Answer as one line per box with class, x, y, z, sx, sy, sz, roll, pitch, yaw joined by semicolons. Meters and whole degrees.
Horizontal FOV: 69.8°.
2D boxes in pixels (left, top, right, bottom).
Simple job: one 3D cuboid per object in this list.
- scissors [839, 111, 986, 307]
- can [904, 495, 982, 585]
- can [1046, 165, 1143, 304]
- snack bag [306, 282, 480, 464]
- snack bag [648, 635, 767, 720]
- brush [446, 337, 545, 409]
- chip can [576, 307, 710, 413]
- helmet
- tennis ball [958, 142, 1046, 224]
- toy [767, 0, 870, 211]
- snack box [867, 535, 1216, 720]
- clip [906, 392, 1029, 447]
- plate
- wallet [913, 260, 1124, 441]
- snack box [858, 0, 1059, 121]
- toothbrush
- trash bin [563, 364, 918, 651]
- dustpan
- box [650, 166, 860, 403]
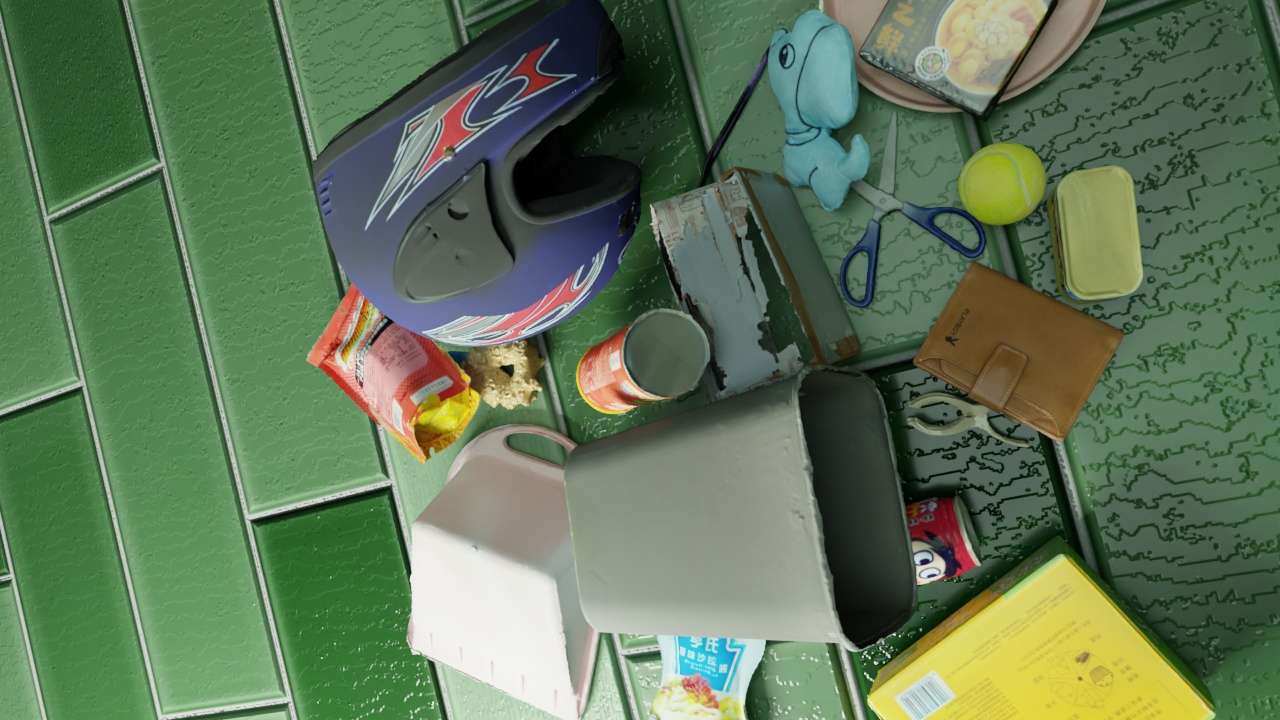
scissors;0.218;-0.126;0.796;0.162;0.012;0.175;17;98;23
can;0.233;0.155;0.777;0.094;0.066;0.066;-21;85;22
can;0.349;-0.095;0.706;0.057;0.083;0.102;-7;90;22
snack bag;-0.259;0.004;0.942;0.208;0.073;0.129;39;110;28
snack bag;0.063;0.299;0.873;0.110;0.038;0.191;7;95;30
brush;-0.211;-0.002;0.968;0.255;0.045;0.083;8;100;25
chip can;-0.005;0.005;0.786;0.073;0.217;0.073;1;83;-12
helmet;-0.117;-0.147;0.812;0.316;0.246;0.240;-29;110;18
tennis ball;0.290;-0.142;0.737;0.065;0.065;0.065;1;94;22
toy;0.150;-0.221;0.781;0.161;0.049;0.157;52;140;43
snack box;0.317;0.270;0.748;0.210;0.070;0.157;-45;77;18
clip;0.276;0.045;0.772;0.100;0.034;0.070;3;94;17
plate;0.264;-0.319;0.757;0.230;0.028;0.229;1;94;21
wallet;0.304;-0.008;0.745;0.132;0.031;0.107;31;83;19
snack box;0.256;-0.272;0.725;0.113;0.053;0.126;33;110;16
toothbrush;0.073;-0.206;0.850;0.017;0.014;0.189;37;106;29
trash bin;0.076;0.120;0.721;0.220;0.198;0.198;-13;80;31
dustpan;-0.124;0.213;0.959;0.223;0.138;0.274;19;128;19
box;0.104;-0.069;0.780;0.148;0.146;0.181;-18;86;-1
